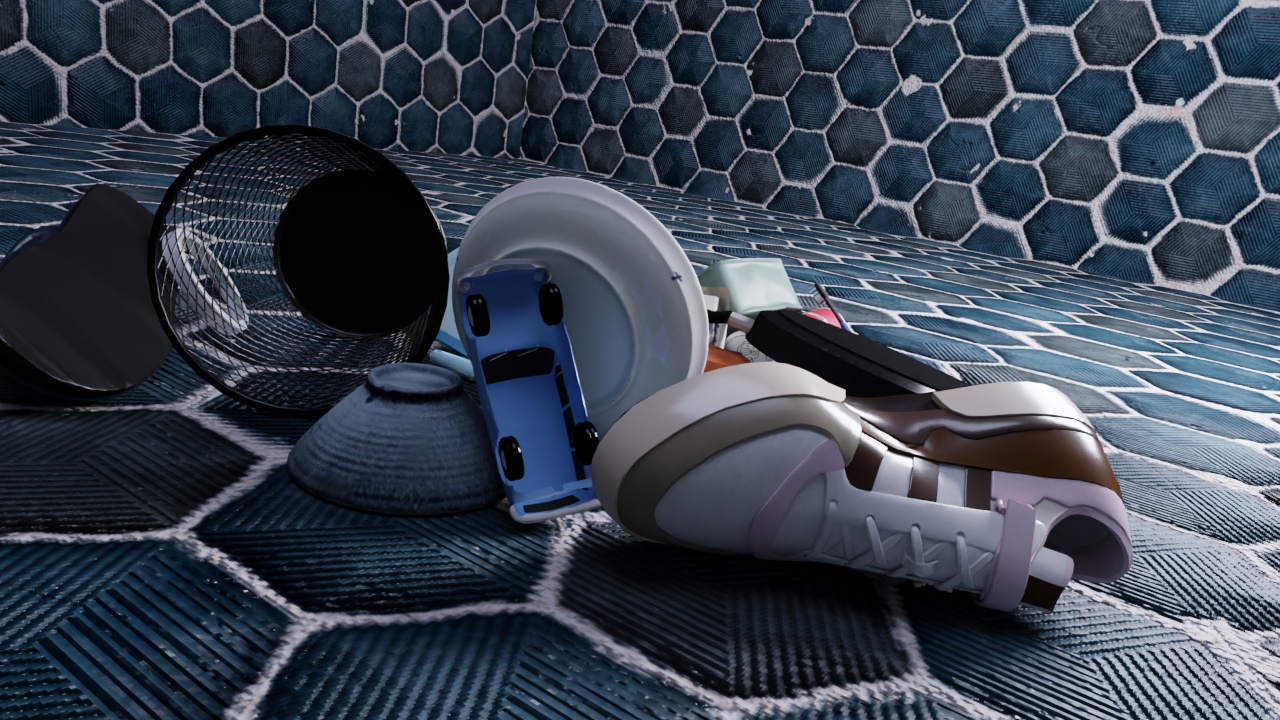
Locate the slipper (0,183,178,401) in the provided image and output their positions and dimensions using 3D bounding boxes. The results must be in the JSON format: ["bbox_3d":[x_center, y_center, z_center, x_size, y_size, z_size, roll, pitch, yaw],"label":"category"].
[{"bbox_3d":[-0.396,-0.036,0.643,0.109,0.083,0.265,46,8,-33],"label":"slipper"}]

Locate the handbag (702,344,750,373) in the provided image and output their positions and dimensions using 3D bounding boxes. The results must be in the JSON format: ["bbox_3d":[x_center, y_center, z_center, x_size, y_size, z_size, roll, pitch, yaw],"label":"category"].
[{"bbox_3d":[-0.004,0.004,0.699,0.172,0.060,0.109,14,13,-12],"label":"handbag"}]

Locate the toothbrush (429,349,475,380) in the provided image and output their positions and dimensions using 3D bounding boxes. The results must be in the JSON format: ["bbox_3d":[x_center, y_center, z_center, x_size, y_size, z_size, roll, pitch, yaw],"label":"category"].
[{"bbox_3d":[-0.106,0.015,0.709,0.155,0.016,0.022,17,27,30],"label":"toothbrush"}]

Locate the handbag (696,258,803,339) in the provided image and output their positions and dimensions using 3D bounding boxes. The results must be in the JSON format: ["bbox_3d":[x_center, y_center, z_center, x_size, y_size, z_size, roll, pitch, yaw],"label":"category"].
[{"bbox_3d":[0.092,-0.060,0.953,0.121,0.067,0.106,-9,-17,-45],"label":"handbag"}]

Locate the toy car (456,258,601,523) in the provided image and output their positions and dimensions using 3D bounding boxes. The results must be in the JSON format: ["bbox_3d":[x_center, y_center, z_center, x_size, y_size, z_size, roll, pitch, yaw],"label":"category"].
[{"bbox_3d":[-0.063,0.016,0.519,0.056,0.153,0.055,-10,-17,-19],"label":"toy car"}]

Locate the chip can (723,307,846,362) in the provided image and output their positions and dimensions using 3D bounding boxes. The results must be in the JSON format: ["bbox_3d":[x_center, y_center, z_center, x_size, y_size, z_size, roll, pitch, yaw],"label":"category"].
[{"bbox_3d":[0.147,-0.017,0.904,0.052,0.052,0.214,16,16,27],"label":"chip can"}]

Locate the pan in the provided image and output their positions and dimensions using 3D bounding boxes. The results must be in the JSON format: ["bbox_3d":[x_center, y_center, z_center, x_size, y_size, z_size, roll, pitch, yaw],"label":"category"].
[{"bbox_3d":[0.131,-0.012,0.718,0.356,0.034,0.225,24,11,8],"label":"pan"}]

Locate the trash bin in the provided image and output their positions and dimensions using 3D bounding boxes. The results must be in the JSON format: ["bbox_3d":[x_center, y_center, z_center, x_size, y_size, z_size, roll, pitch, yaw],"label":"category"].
[{"bbox_3d":[-0.226,-0.073,0.682,0.184,0.184,0.210,7,9,-7],"label":"trash bin"}]

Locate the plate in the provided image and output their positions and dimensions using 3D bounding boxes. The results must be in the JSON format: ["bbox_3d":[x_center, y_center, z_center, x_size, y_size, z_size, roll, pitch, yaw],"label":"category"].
[{"bbox_3d":[-0.048,-0.022,0.580,0.182,0.183,0.034,14,29,19],"label":"plate"}]

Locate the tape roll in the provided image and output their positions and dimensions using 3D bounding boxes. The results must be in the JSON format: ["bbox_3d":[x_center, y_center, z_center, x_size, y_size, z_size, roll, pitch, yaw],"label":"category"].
[{"bbox_3d":[-0.348,-0.062,0.736,0.013,0.093,0.093,-30,21,-4],"label":"tape roll"}]

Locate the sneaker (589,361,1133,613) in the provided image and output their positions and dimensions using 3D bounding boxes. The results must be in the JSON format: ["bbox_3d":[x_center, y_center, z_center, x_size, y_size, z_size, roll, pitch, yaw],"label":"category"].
[{"bbox_3d":[0.123,0.081,0.469,0.293,0.112,0.116,4,36,-19],"label":"sneaker"}]

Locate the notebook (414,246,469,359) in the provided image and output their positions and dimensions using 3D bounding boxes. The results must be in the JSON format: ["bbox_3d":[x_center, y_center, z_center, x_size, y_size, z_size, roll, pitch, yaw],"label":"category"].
[{"bbox_3d":[-0.120,-0.070,0.851,0.180,0.009,0.254,-38,38,-22],"label":"notebook"}]

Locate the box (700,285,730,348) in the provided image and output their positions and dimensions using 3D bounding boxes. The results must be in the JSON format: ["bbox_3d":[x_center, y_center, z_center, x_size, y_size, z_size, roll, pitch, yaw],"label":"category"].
[{"bbox_3d":[0.013,-0.058,0.846,0.143,0.044,0.183,9,44,8],"label":"box"}]

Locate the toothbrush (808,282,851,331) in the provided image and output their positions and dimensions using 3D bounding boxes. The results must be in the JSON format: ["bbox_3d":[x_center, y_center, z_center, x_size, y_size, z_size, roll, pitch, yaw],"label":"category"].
[{"bbox_3d":[0.207,-0.023,0.911,0.014,0.014,0.167,36,23,-42],"label":"toothbrush"}]

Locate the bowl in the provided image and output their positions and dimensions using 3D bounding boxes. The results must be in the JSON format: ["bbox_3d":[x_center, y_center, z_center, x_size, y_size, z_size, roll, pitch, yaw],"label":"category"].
[{"bbox_3d":[-0.134,0.036,0.538,0.137,0.057,0.137,8,15,-2],"label":"bowl"}]
